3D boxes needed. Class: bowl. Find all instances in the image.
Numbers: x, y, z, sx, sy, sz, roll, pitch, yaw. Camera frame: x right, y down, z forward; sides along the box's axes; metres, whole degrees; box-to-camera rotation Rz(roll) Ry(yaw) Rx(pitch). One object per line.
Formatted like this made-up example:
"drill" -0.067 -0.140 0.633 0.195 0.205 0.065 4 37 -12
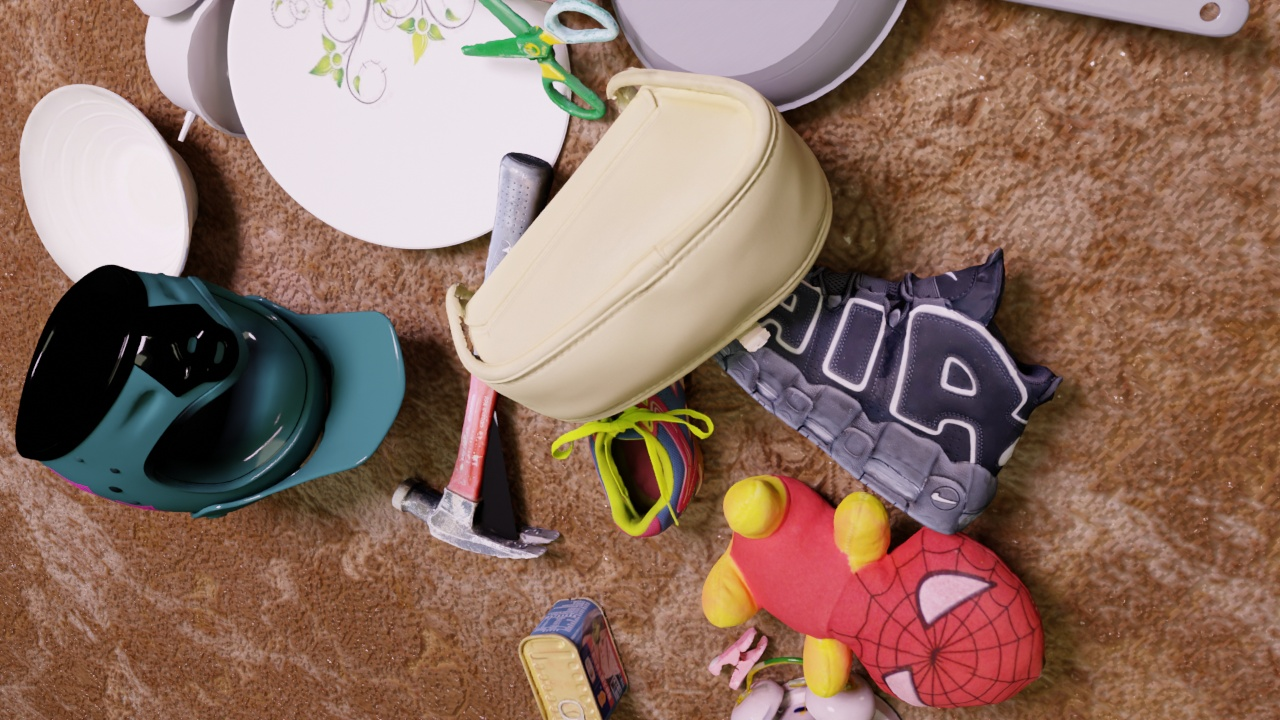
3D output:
"bowl" -0.417 -0.135 0.751 0.177 0.057 0.177 7 111 20

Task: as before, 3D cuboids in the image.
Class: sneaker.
"sneaker" -0.004 0.004 0.616 0.116 0.090 0.242 -3 106 25
"sneaker" 0.142 -0.025 0.550 0.252 0.097 0.151 40 112 3

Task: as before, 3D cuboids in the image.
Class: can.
"can" -0.052 0.249 0.740 0.054 0.058 0.100 -11 103 25

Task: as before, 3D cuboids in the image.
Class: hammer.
"hammer" -0.104 0.010 0.681 0.140 0.036 0.327 23 119 14

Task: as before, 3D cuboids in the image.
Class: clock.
"clock" -0.284 -0.231 0.633 0.061 0.119 0.159 24 126 22
"clock" 0.132 0.284 0.679 0.117 0.058 0.158 -18 100 26

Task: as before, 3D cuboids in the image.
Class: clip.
"clip" 0.079 0.232 0.703 0.060 0.023 0.044 -33 99 29

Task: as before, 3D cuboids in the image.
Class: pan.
"pan" 0.125 -0.217 0.490 0.357 0.050 0.201 22 116 24

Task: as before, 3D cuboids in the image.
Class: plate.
"plate" -0.161 -0.191 0.628 0.229 0.030 0.230 0 113 1

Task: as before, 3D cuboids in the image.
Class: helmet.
"helmet" -0.316 0.025 0.688 0.276 0.200 0.176 -12 66 41

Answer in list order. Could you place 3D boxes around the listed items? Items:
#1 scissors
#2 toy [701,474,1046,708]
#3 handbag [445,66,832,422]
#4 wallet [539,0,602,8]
"scissors" -0.061 -0.196 0.566 0.125 0.011 0.130 37 151 -29
"toy" 0.153 0.151 0.602 0.216 0.098 0.148 19 125 16
"handbag" -0.012 -0.061 0.537 0.233 0.088 0.191 -48 43 12
"wallet" -0.073 -0.266 0.542 0.121 0.026 0.099 17 119 17
